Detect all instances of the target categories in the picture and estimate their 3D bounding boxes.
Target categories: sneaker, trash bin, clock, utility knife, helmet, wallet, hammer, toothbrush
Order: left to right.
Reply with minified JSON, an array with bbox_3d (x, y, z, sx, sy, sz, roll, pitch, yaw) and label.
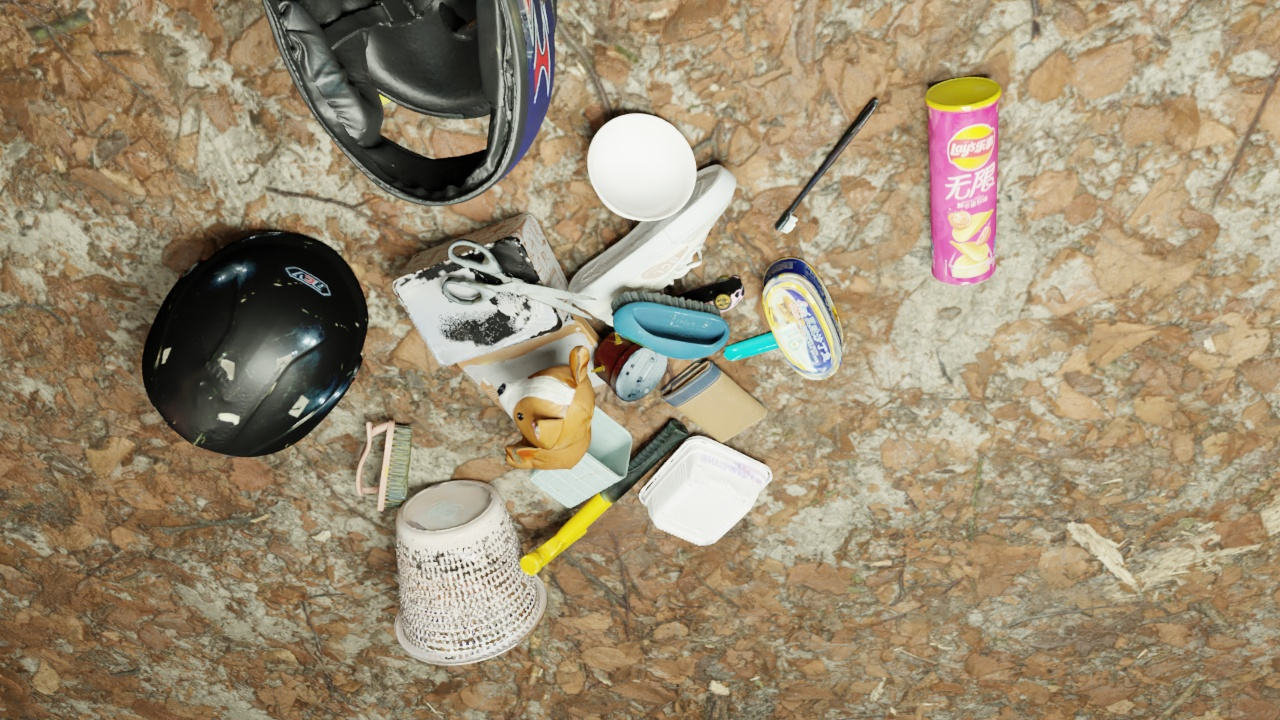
[{"bbox_3d":[-0.457,-0.015,1.097,0.233,0.230,0.275,34,104,-21],"label":"helmet"},{"bbox_3d":[-0.185,-0.315,0.810,0.247,0.239,0.316,-11,115,13],"label":"helmet"},{"bbox_3d":[-0.259,0.289,1.321,0.227,0.227,0.192,-3,114,8],"label":"trash bin"},{"bbox_3d":[-0.046,0.189,1.283,0.033,0.128,0.301,48,110,7],"label":"hammer"},{"bbox_3d":[-0.007,0.007,1.140,0.121,0.055,0.082,20,103,-55],"label":"clock"},{"bbox_3d":[0.028,-0.118,1.041,0.090,0.089,0.243,38,123,-25],"label":"sneaker"},{"bbox_3d":[0.097,0.054,1.201,0.115,0.033,0.090,38,125,-22],"label":"wallet"},{"bbox_3d":[0.174,-0.029,1.141,0.151,0.012,0.029,-18,121,21],"label":"utility knife"},{"bbox_3d":[0.203,-0.208,0.998,0.018,0.015,0.182,21,127,-18],"label":"toothbrush"}]

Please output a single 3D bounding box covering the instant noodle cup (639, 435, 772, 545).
[{"bbox_3d":[0.086,0.192,1.278,0.138,0.060,0.174,25,131,-13],"label":"instant noodle cup"}]

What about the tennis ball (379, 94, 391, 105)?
[{"bbox_3d":[-0.279,-0.296,0.950,0.065,0.065,0.066,3,128,4],"label":"tennis ball"}]

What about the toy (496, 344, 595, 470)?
[{"bbox_3d":[-0.108,0.061,1.080,0.130,0.140,0.200,21,161,-7],"label":"toy"}]

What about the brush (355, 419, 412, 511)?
[{"bbox_3d":[-0.362,0.143,1.297,0.073,0.063,0.146,7,128,-13],"label":"brush"}]

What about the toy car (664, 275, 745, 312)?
[{"bbox_3d":[0.067,-0.065,1.097,0.122,0.056,0.037,-17,120,18],"label":"toy car"}]

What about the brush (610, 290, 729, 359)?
[{"bbox_3d":[0.036,-0.034,1.023,0.143,0.073,0.055,10,132,-26],"label":"brush"}]

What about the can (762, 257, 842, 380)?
[{"bbox_3d":[0.192,-0.048,1.087,0.075,0.049,0.148,-19,114,21],"label":"can"}]

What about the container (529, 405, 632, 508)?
[{"bbox_3d":[-0.084,0.132,1.245,0.090,0.090,0.112,40,124,-22],"label":"container"}]

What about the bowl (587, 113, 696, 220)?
[{"bbox_3d":[-0.006,-0.198,0.989,0.118,0.118,0.065,23,165,-11],"label":"bowl"}]

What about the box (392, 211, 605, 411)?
[{"bbox_3d":[-0.155,-0.036,1.126,0.179,0.105,0.261,-17,118,17],"label":"box"}]

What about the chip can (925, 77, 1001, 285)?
[{"bbox_3d":[0.340,-0.184,0.967,0.071,0.071,0.211,-7,126,11],"label":"chip can"}]

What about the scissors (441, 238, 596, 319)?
[{"bbox_3d":[-0.139,-0.087,1.022,0.169,0.014,0.156,-18,117,18],"label":"scissors"}]
